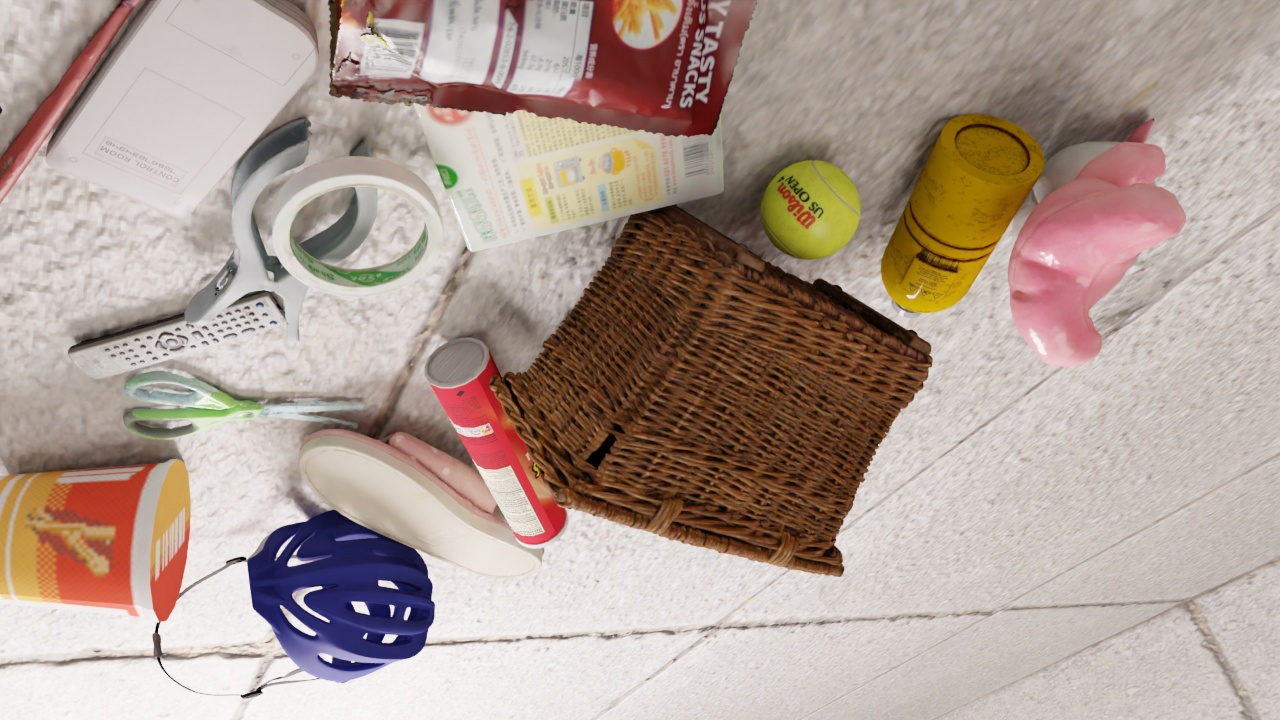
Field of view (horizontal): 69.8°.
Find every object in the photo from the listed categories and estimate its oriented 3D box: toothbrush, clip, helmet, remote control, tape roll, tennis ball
[{"bbox_3d":[-0.286,-0.130,0.447,0.190,0.016,0.016,-35,138,27],"label":"toothbrush"},{"bbox_3d":[-0.226,-0.075,0.536,0.114,0.028,0.164,12,132,-35],"label":"clip"},{"bbox_3d":[-0.312,0.232,0.850,0.228,0.147,0.241,-21,156,4],"label":"helmet"},{"bbox_3d":[-0.306,-0.017,0.608,0.136,0.013,0.033,-15,145,-1],"label":"remote control"},{"bbox_3d":[-0.229,-0.133,0.462,0.151,0.019,0.074,-34,142,28],"label":"remote control"},{"bbox_3d":[-0.161,-0.075,0.526,0.093,0.018,0.094,-12,142,-10],"label":"tape roll"},{"bbox_3d":[0.113,-0.100,0.611,0.065,0.065,0.065,-11,147,-7],"label":"tennis ball"}]

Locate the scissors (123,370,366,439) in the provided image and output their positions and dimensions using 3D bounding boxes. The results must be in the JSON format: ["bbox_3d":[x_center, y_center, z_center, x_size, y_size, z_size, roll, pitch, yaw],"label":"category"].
[{"bbox_3d":[-0.300,0.042,0.702,0.174,0.032,0.093,14,134,-31],"label":"scissors"}]

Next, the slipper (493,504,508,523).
[{"bbox_3d":[-0.051,0.112,0.874,0.273,0.054,0.114,-26,150,19],"label":"slipper"}]

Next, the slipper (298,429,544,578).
[{"bbox_3d":[-0.186,0.125,0.821,0.114,0.054,0.274,-18,138,26],"label":"slipper"}]

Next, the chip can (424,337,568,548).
[{"bbox_3d":[-0.112,0.073,0.747,0.052,0.051,0.215,-16,134,1],"label":"chip can"}]

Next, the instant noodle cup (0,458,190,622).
[{"bbox_3d":[-0.424,0.136,0.701,0.121,0.123,0.124,3,143,-14],"label":"instant noodle cup"}]

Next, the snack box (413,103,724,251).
[{"bbox_3d":[-0.036,-0.133,0.535,0.168,0.027,0.132,-14,146,-2],"label":"snack box"}]

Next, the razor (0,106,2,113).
[{"bbox_3d":[-0.371,-0.089,0.472,0.144,0.022,0.043,-33,104,19],"label":"razor"}]

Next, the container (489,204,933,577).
[{"bbox_3d":[0.060,0.015,0.636,0.249,0.162,0.183,21,105,-34],"label":"container"}]

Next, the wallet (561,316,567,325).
[{"bbox_3d":[-0.004,0.004,0.736,0.131,0.054,0.101,-8,147,-21],"label":"wallet"}]

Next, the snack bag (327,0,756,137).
[{"bbox_3d":[-0.036,-0.173,0.428,0.207,0.066,0.139,-1,122,-21],"label":"snack bag"}]

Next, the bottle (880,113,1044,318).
[{"bbox_3d":[0.220,-0.090,0.665,0.071,0.071,0.164,-7,146,-12],"label":"bottle"}]

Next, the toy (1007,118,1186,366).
[{"bbox_3d":[0.299,-0.089,0.621,0.212,0.084,0.142,-44,157,-52],"label":"toy"}]
